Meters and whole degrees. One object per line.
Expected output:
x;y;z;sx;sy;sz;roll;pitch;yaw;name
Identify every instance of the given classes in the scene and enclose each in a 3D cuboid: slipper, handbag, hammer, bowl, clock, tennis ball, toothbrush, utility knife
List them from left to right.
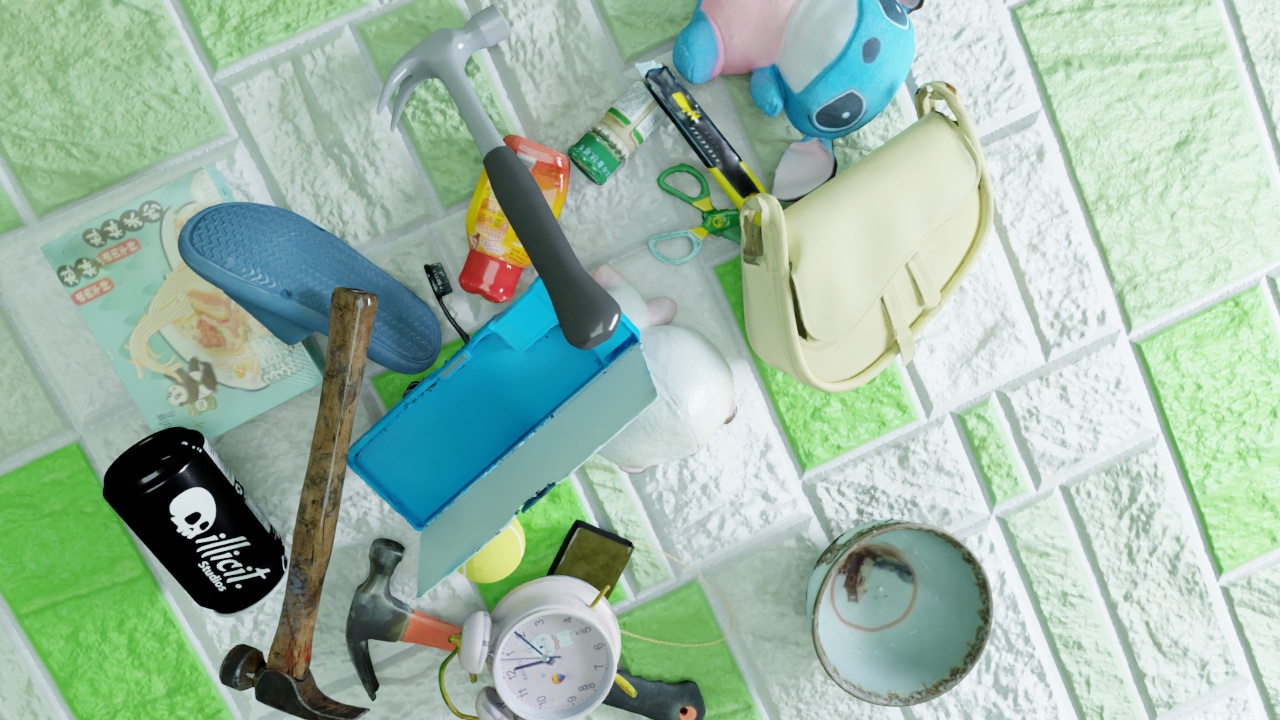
-0.255;-0.054;0.726;0.213;0.103;0.059;30;131;-28;slipper
-0.234;0.110;0.692;0.120;0.033;0.330;14;98;13;hammer
-0.138;0.001;0.788;0.017;0.014;0.188;-27;99;-11;toothbrush
-0.131;0.156;0.781;0.065;0.065;0.065;-1;96;-6;tennis ball
-0.102;-0.136;0.693;0.125;0.029;0.310;-30;67;1;hammer
-0.097;0.269;0.817;0.333;0.033;0.133;19;93;-9;hammer
-0.091;0.251;0.771;0.158;0.059;0.117;-15;99;-5;clock
0.005;0.209;0.827;0.178;0.027;0.084;26;95;-14;handbag
0.055;-0.181;0.759;0.028;0.020;0.174;-45;111;-5;utility knife
0.187;-0.092;0.747;0.232;0.088;0.191;-35;127;-9;handbag
0.214;0.209;0.809;0.160;0.094;0.160;-1;97;-6;bowl

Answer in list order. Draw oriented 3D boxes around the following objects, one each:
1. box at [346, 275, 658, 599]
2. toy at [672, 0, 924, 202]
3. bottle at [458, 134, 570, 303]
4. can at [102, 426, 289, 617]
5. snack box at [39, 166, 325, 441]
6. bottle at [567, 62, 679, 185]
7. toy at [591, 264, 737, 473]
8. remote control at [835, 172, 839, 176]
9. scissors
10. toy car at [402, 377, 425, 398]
-0.110;0.048;0.686;0.244;0.113;0.114;-41;102;11;box
0.124;-0.251;0.749;0.191;0.098;0.224;22;104;-3;toy
-0.108;-0.114;0.760;0.071;0.048;0.134;21;94;-8;bottle
-0.347;0.129;0.726;0.080;0.080;0.146;-25;121;-3;can
-0.362;-0.038;0.744;0.141;0.044;0.193;-27;100;-1;snack box
-0.011;-0.198;0.764;0.042;0.042;0.110;44;89;-9;bottle
-0.004;0.004;0.765;0.138;0.101;0.179;-31;84;-8;toy
0.143;-0.099;0.801;0.050;0.022;0.133;34;92;-19;remote control
0.063;-0.112;0.797;0.131;0.012;0.112;30;90;-11;scissors
-0.201;0.053;0.775;0.025;0.038;0.089;32;92;-12;toy car
